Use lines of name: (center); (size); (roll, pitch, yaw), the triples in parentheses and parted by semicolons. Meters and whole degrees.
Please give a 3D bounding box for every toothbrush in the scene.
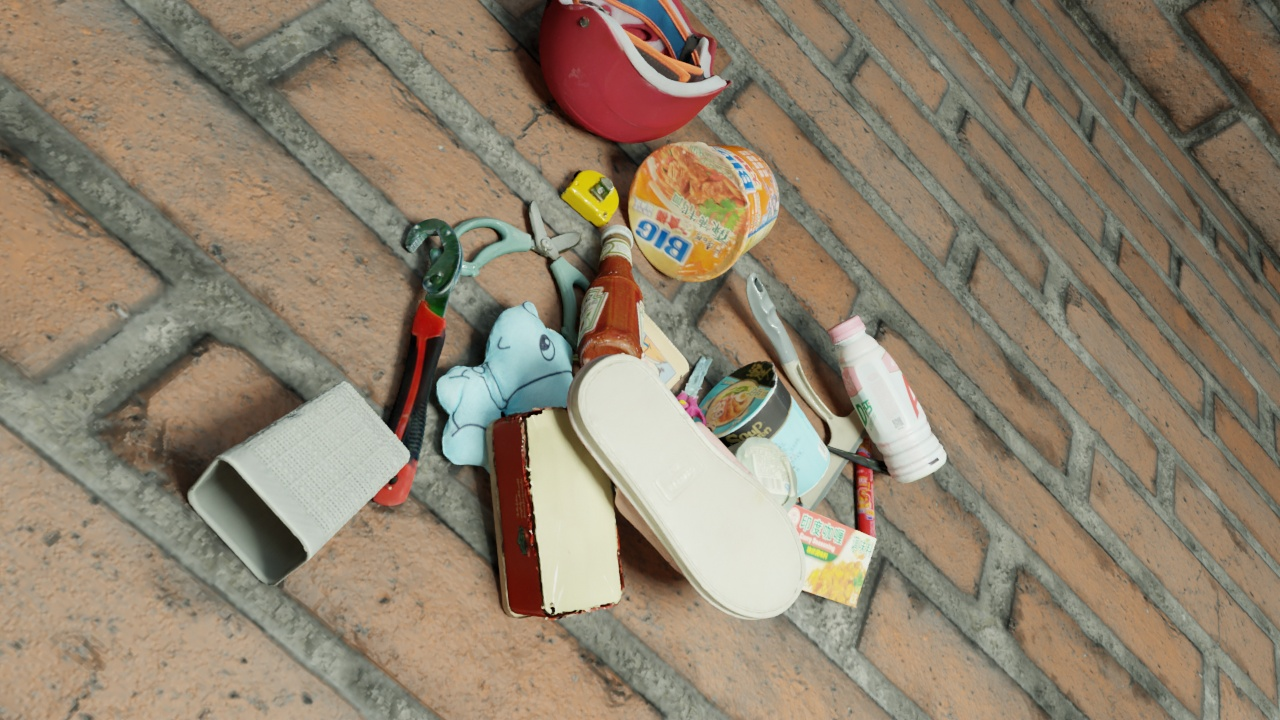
toothbrush: (0.243, 0.109, 1.050); (0.181, 0.018, 0.015); (22, 58, -35)

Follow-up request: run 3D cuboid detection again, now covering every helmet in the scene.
helmet: (-0.028, -0.342, 1.028); (0.206, 0.144, 0.239); (14, 45, -33)

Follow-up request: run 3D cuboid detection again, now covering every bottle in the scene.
bottle: (-0.027, -0.065, 0.906); (0.059, 0.060, 0.205); (30, 36, -23)
bottle: (0.280, 0.042, 1.062); (0.068, 0.068, 0.197); (-26, 88, -44)

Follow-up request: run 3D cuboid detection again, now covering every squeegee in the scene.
squeegee: (0.180, 0.005, 1.063); (0.245, 0.039, 0.246); (-45, 107, -37)

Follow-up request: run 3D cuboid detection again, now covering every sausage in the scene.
sausage: (0.261, 0.153, 1.069); (0.020, 0.020, 0.155); (25, 53, -26)

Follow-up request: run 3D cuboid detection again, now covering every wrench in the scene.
wrench: (-0.189, -0.008, 0.780); (0.016, 0.056, 0.272); (64, 24, -60)

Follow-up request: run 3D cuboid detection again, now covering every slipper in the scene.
slipper: (0.037, 0.108, 0.768); (0.274, 0.055, 0.114); (48, 66, -13)

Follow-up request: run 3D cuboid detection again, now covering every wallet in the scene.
wallet: (-0.006, 0.005, 0.935); (0.087, 0.024, 0.114); (55, 47, -8)

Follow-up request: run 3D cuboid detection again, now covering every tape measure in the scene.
tape measure: (-0.050, -0.180, 0.995); (0.060, 0.029, 0.057); (40, 47, -15)

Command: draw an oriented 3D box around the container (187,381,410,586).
container: (-0.239, 0.084, 0.659); (0.090, 0.090, 0.114); (51, 43, -6)

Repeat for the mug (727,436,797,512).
mug: (0.087, 0.144, 0.875); (0.083, 0.104, 0.123); (24, 52, -27)

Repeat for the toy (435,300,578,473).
toy: (-0.112, 0.024, 0.820); (0.156, 0.050, 0.161); (-2, 78, -41)

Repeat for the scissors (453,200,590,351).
scissors: (-0.106, -0.080, 0.903); (0.173, 0.019, 0.170); (-17, 77, -44)

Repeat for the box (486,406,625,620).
box: (-0.064, 0.123, 0.757); (0.091, 0.080, 0.168); (-1, 81, -39)

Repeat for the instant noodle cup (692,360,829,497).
instant noodle cup: (0.131, 0.081, 0.953); (0.120, 0.111, 0.111); (48, 46, -20)

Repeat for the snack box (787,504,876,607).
snack box: (0.177, 0.197, 0.935); (0.155, 0.027, 0.077); (26, 79, -37)

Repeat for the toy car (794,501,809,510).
toy car: (0.148, 0.181, 0.953); (0.090, 0.034, 0.043); (-30, 90, -43)

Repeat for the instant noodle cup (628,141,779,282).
instant noodle cup: (0.078, -0.173, 1.019); (0.111, 0.152, 0.151); (-29, 86, -52)

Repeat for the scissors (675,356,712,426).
scissors: (0.056, 0.034, 0.960); (0.063, 0.017, 0.134); (17, 38, 16)
